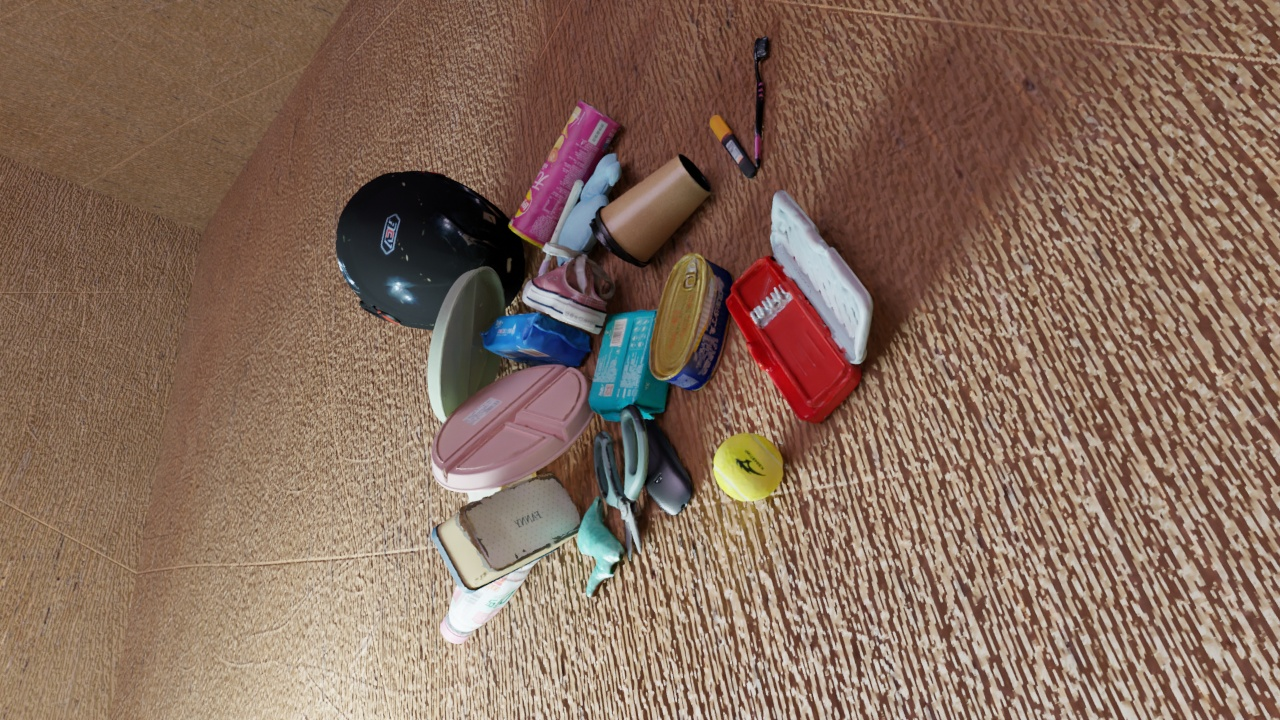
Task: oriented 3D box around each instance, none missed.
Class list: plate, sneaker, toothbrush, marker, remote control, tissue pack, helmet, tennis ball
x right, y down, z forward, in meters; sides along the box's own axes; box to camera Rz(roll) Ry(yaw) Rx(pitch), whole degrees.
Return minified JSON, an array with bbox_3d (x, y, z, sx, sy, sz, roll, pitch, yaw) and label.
[{"bbox_3d":[-0.237,-0.017,1.262,0.027,0.230,0.230,10,76,11],"label":"plate"},{"bbox_3d":[-0.161,0.076,1.141,0.230,0.028,0.229,-20,29,12],"label":"plate"},{"bbox_3d":[-0.086,-0.093,1.161,0.088,0.118,0.241,-68,18,2],"label":"sneaker"},{"bbox_3d":[0.142,-0.306,1.078,0.018,0.014,0.189,-13,62,34],"label":"toothbrush"},{"bbox_3d":[0.110,-0.254,1.090,0.018,0.015,0.123,-49,43,26],"label":"marker"},{"bbox_3d":[0.016,0.113,1.007,0.053,0.024,0.136,-54,38,18],"label":"remote control"},{"bbox_3d":[-0.141,-0.028,1.223,0.157,0.095,0.052,-3,68,53],"label":"tissue pack"},{"bbox_3d":[-0.006,0.006,1.070,0.093,0.050,0.133,-2,71,50],"label":"tissue pack"},{"bbox_3d":[-0.309,-0.160,1.365,0.230,0.274,0.233,15,89,27],"label":"helmet"},{"bbox_3d":[-0.124,-0.174,1.314,0.190,0.020,0.029,-62,-5,23],"label":"toothbrush"},{"bbox_3d":[0.102,0.101,0.869,0.066,0.065,0.065,-28,51,41],"label":"tennis ball"}]

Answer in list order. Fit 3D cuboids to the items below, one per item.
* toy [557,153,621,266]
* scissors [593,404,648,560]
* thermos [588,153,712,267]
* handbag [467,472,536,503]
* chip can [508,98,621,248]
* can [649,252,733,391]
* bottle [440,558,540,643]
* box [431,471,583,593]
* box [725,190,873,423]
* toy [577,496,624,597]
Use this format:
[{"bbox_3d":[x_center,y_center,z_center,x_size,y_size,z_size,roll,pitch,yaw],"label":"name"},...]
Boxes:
[{"bbox_3d":[-0.070,-0.197,1.254,0.162,0.050,0.155,-47,25,44],"label":"toy"},{"bbox_3d":[-0.013,0.126,1.009,0.176,0.019,0.172,-111,33,-41],"label":"scissors"},{"bbox_3d":[0.014,-0.182,1.117,0.143,0.093,0.093,-39,44,23],"label":"thermos"},{"bbox_3d":[-0.201,0.179,1.231,0.179,0.063,0.163,-66,33,28],"label":"handbag"},{"bbox_3d":[-0.110,-0.267,1.327,0.211,0.071,0.071,-58,37,11],"label":"chip can"},{"bbox_3d":[0.057,-0.042,1.015,0.075,0.049,0.148,-3,69,51],"label":"can"},{"bbox_3d":[-0.189,0.279,1.150,0.197,0.068,0.068,-55,38,24],"label":"bottle"},{"bbox_3d":[-0.149,0.193,1.036,0.063,0.183,0.089,-40,74,35],"label":"box"},{"bbox_3d":[0.156,-0.054,0.887,0.201,0.063,0.160,-115,38,-46],"label":"box"},{"bbox_3d":[-0.048,0.213,1.033,0.092,0.030,0.096,36,107,55],"label":"toy"}]
